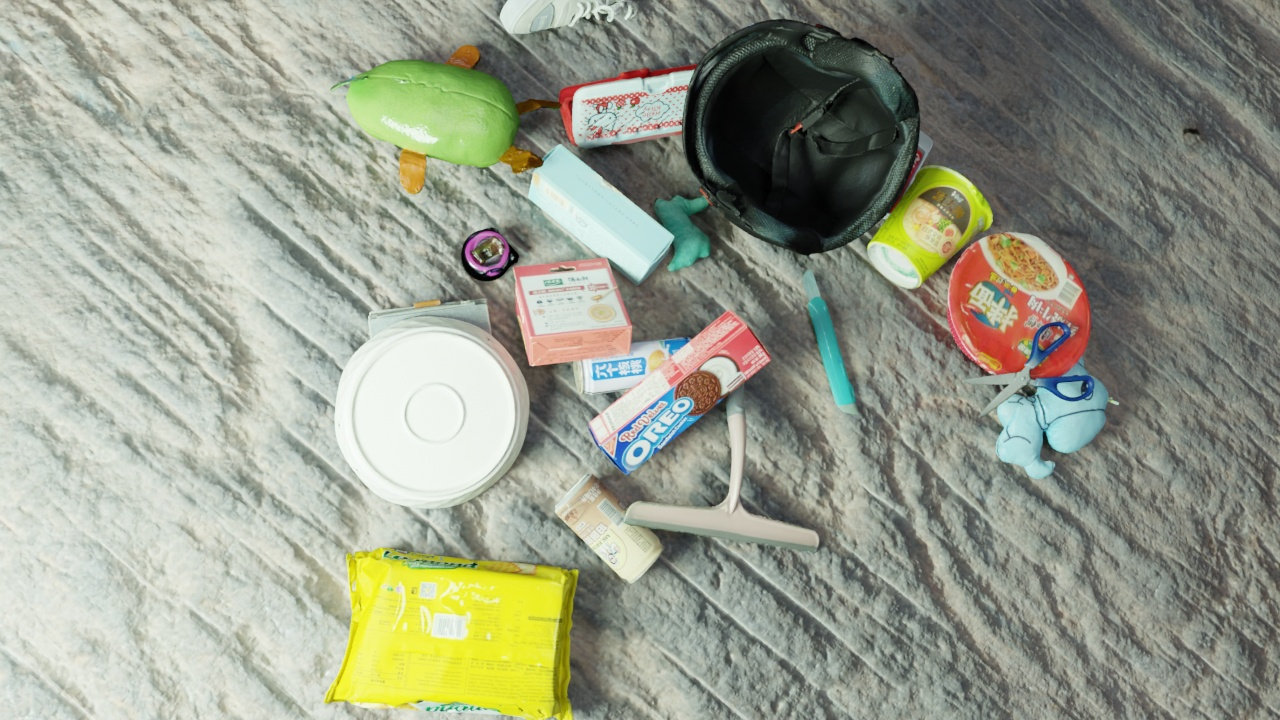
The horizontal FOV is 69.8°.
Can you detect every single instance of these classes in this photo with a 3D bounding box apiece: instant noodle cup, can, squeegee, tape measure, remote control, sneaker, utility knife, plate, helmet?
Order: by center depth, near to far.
[{"bbox_3d":[-0.219,0.055,0.968,0.204,0.045,0.205,0,90,-13],"label":"plate"},{"bbox_3d":[-0.034,0.181,0.991,0.116,0.059,0.058,44,73,1],"label":"can"},{"bbox_3d":[-0.006,0.006,1.040,0.134,0.053,0.053,-7,79,-13],"label":"can"},{"bbox_3d":[0.171,-0.254,1.040,0.274,0.230,0.234,34,102,-11],"label":"helmet"},{"bbox_3d":[0.105,0.077,1.041,0.247,0.040,0.249,12,67,-23],"label":"squeegee"},{"bbox_3d":[-0.174,-0.120,1.042,0.057,0.039,0.057,-38,87,-17],"label":"tape measure"},{"bbox_3d":[0.228,-0.022,1.115,0.029,0.013,0.187,-12,82,-16],"label":"utility knife"},{"bbox_3d":[-0.059,-0.444,1.121,0.241,0.090,0.091,-39,91,-23],"label":"sneaker"},{"bbox_3d":[0.348,-0.156,1.128,0.111,0.112,0.123,42,80,0],"label":"instant noodle cup"},{"bbox_3d":[0.458,-0.059,1.144,0.193,0.066,0.193,2,77,-10],"label":"instant noodle cup"},{"bbox_3d":[0.329,-0.247,1.184,0.056,0.020,0.135,33,73,-2],"label":"remote control"}]

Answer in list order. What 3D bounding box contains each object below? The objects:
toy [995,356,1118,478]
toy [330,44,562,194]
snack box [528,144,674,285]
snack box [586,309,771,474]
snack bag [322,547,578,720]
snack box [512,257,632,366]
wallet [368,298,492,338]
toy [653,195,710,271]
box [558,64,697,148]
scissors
[{"bbox_3d":[0.515,0.067,1.135,0.156,0.050,0.161,5,81,-8],"label":"toy"},{"bbox_3d":[-0.218,-0.279,1.044,0.247,0.090,0.226,15,58,-1],"label":"toy"},{"bbox_3d":[-0.047,-0.166,1.060,0.175,0.074,0.051,39,73,-1],"label":"snack box"},{"bbox_3d":[0.040,0.035,1.002,0.207,0.058,0.057,-39,118,3],"label":"snack box"},{"bbox_3d":[-0.183,0.278,0.934,0.246,0.068,0.158,7,76,-9],"label":"snack bag"},{"bbox_3d":[-0.079,-0.056,1.027,0.113,0.044,0.127,-7,43,-13],"label":"snack box"},{"bbox_3d":[-0.227,-0.014,1.009,0.129,0.037,0.106,-8,90,-13],"label":"wallet"},{"bbox_3d":[0.055,-0.162,1.104,0.096,0.030,0.092,-27,86,-22],"label":"toy"},{"bbox_3d":[0.010,-0.314,1.094,0.201,0.099,0.095,-14,80,-15],"label":"box"},{"bbox_3d":[0.467,0.020,1.088,0.163,0.012,0.162,31,75,-4],"label":"scissors"}]
